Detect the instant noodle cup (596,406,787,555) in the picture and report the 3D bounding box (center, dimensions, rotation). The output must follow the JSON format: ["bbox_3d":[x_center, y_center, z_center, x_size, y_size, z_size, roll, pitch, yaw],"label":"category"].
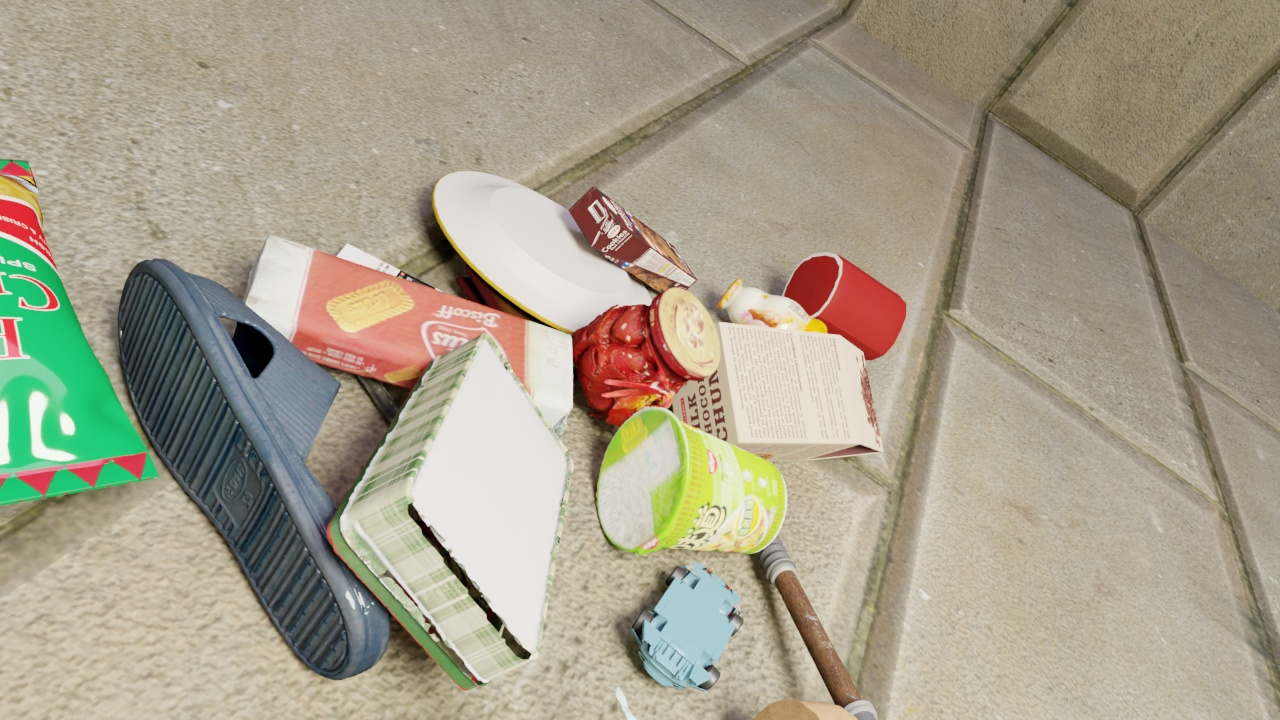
[{"bbox_3d":[0.040,0.092,0.642,0.107,0.099,0.098,18,36,-35],"label":"instant noodle cup"}]

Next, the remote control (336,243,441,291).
[{"bbox_3d":[-0.175,-0.052,0.708,0.124,0.012,0.028,27,34,-10],"label":"remote control"}]

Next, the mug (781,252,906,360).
[{"bbox_3d":[0.202,-0.057,0.966,0.096,0.080,0.116,27,-6,-27],"label":"mug"}]

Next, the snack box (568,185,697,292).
[{"bbox_3d":[-0.004,-0.106,0.854,0.140,0.032,0.051,28,26,-53],"label":"snack box"}]

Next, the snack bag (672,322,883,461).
[{"bbox_3d":[0.129,0.031,0.772,0.206,0.070,0.094,4,71,-36],"label":"snack bag"}]

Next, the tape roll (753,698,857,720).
[{"bbox_3d":[0.089,0.233,0.495,0.027,0.094,0.093,15,38,-25],"label":"tape roll"}]

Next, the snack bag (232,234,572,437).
[{"bbox_3d":[-0.150,-0.015,0.620,0.225,0.041,0.077,17,44,-23],"label":"snack bag"}]

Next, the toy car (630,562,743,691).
[{"bbox_3d":[0.029,0.171,0.584,0.060,0.028,0.107,39,24,7],"label":"toy car"}]

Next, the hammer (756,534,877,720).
[{"bbox_3d":[0.121,0.195,0.578,0.043,0.156,0.322,-2,30,-14],"label":"hammer"}]

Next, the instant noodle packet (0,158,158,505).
[{"bbox_3d":[-0.373,-0.023,0.436,0.195,0.091,0.252,-8,51,-45],"label":"instant noodle packet"}]

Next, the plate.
[{"bbox_3d":[-0.076,-0.099,0.809,0.229,0.021,0.229,30,27,-17],"label":"plate"}]

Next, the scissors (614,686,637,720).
[{"bbox_3d":[0.023,0.230,0.420,0.171,0.021,0.172,63,3,33],"label":"scissors"}]

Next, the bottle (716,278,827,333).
[{"bbox_3d":[0.127,-0.035,0.893,0.108,0.063,0.063,36,34,5],"label":"bottle"}]

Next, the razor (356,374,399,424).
[{"bbox_3d":[-0.190,0.004,0.620,0.042,0.026,0.106,-16,61,-51],"label":"razor"}]

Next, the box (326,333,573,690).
[{"bbox_3d":[-0.092,0.073,0.510,0.118,0.050,0.205,59,14,-21],"label":"box"}]

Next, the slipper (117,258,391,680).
[{"bbox_3d":[-0.193,0.043,0.497,0.082,0.101,0.263,-18,62,-49],"label":"slipper"}]

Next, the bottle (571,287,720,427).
[{"bbox_3d":[-0.004,0.004,0.686,0.099,0.111,0.098,28,50,-40],"label":"bottle"}]

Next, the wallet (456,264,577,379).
[{"bbox_3d":[-0.088,-0.030,0.736,0.091,0.018,0.115,-2,49,-55],"label":"wallet"}]
